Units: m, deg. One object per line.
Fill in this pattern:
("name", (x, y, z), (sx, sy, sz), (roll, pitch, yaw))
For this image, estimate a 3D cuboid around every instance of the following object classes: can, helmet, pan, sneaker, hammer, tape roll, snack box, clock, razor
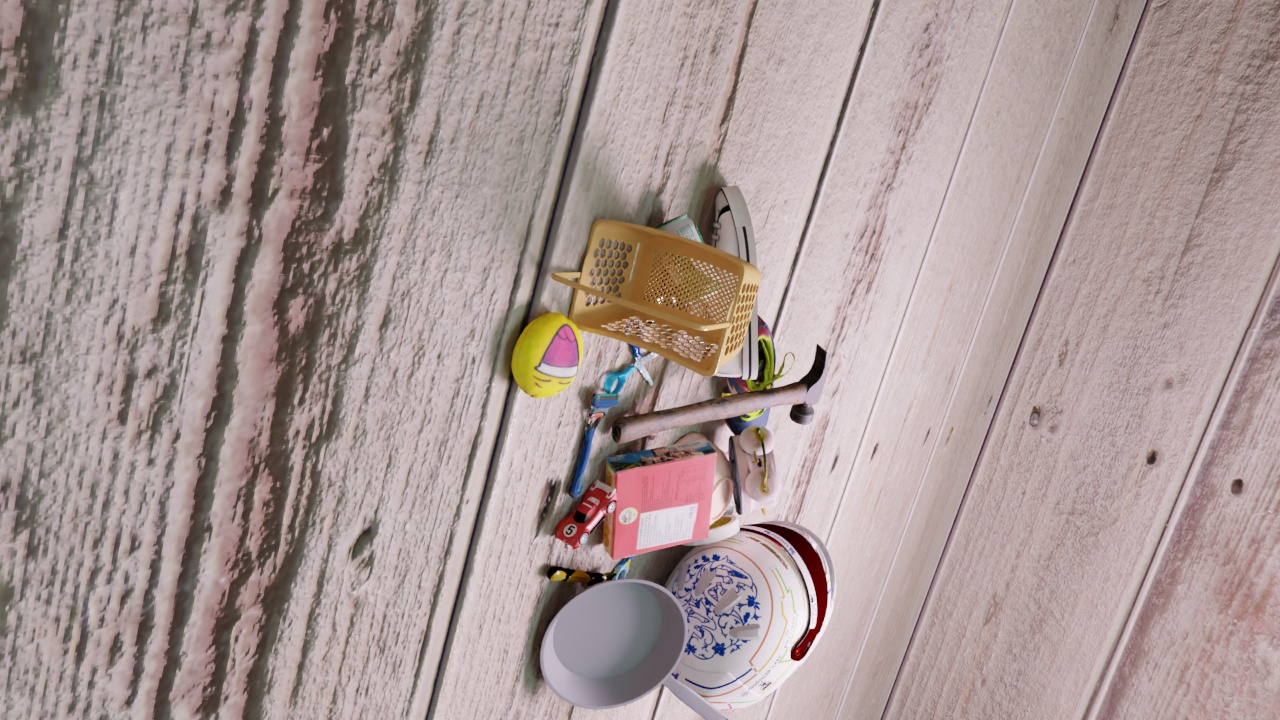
("can", (0.055, -0.117, 1.075), (0.053, 0.053, 0.101), (-35, 104, -40))
("helmet", (0.149, 0.375, 1.384), (0.314, 0.231, 0.236), (-54, 145, -1))
("pan", (0.016, 0.418, 1.245), (0.201, 0.051, 0.356), (-46, 116, 3))
("sneaker", (0.097, -0.097, 1.168), (0.091, 0.097, 0.245), (-79, 167, -78))
("hammer", (0.111, 0.055, 1.210), (0.329, 0.033, 0.120), (-10, 125, -30))
("tape roll", (0.101, 0.254, 1.375), (0.093, 0.094, 0.019), (-16, 93, -51))
("snack box", (0.024, 0.183, 1.209), (0.144, 0.040, 0.143), (-9, 121, -21))
("clock", (0.165, 0.158, 1.329), (0.158, 0.059, 0.116), (89, -5, -66))
("razor", (-0.064, 0.102, 1.107), (0.043, 0.018, 0.141), (2, 112, -49))
("razor", (-0.079, 0.282, 1.193), (0.044, 0.021, 0.144), (-48, 149, 6))
("sneaker", (0.157, 0.039, 1.312), (0.116, 0.091, 0.242), (-25, 132, -15))

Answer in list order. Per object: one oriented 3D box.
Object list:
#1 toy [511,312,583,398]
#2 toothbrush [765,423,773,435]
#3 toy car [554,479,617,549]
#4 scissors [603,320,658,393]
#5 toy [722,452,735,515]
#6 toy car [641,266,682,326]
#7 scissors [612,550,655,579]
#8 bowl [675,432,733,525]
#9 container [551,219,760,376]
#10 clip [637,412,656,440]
("toy", (-0.098, -0.005, 0.968), (0.095, 0.041, 0.094), (10, 97, -55))
("toothbrush", (0.179, 0.081, 1.449), (0.019, 0.018, 0.188), (-63, 148, -16))
("toy car", (-0.067, 0.191, 1.137), (0.089, 0.038, 0.025), (-46, 139, -30))
("scissors", (-0.001, -0.006, 1.134), (0.129, 0.014, 0.119), (-22, 126, -50))
("toy", (0.134, 0.195, 1.438), (0.095, 0.041, 0.109), (15, 91, -56))
("toy car", (0.033, -0.080, 1.116), (0.091, 0.036, 0.042), (-53, 145, -21))
("scissors", (-0.012, 0.272, 1.298), (0.125, 0.014, 0.130), (23, 88, -59))
("bowl", (0.085, 0.187, 1.323), (0.152, 0.076, 0.153), (-34, 135, -42))
("container", (0.019, -0.071, 0.965), (0.166, 0.183, 0.129), (-13, 120, -60))
("clip", (0.008, 0.089, 1.204), (0.059, 0.023, 0.045), (-6, 115, -59))
